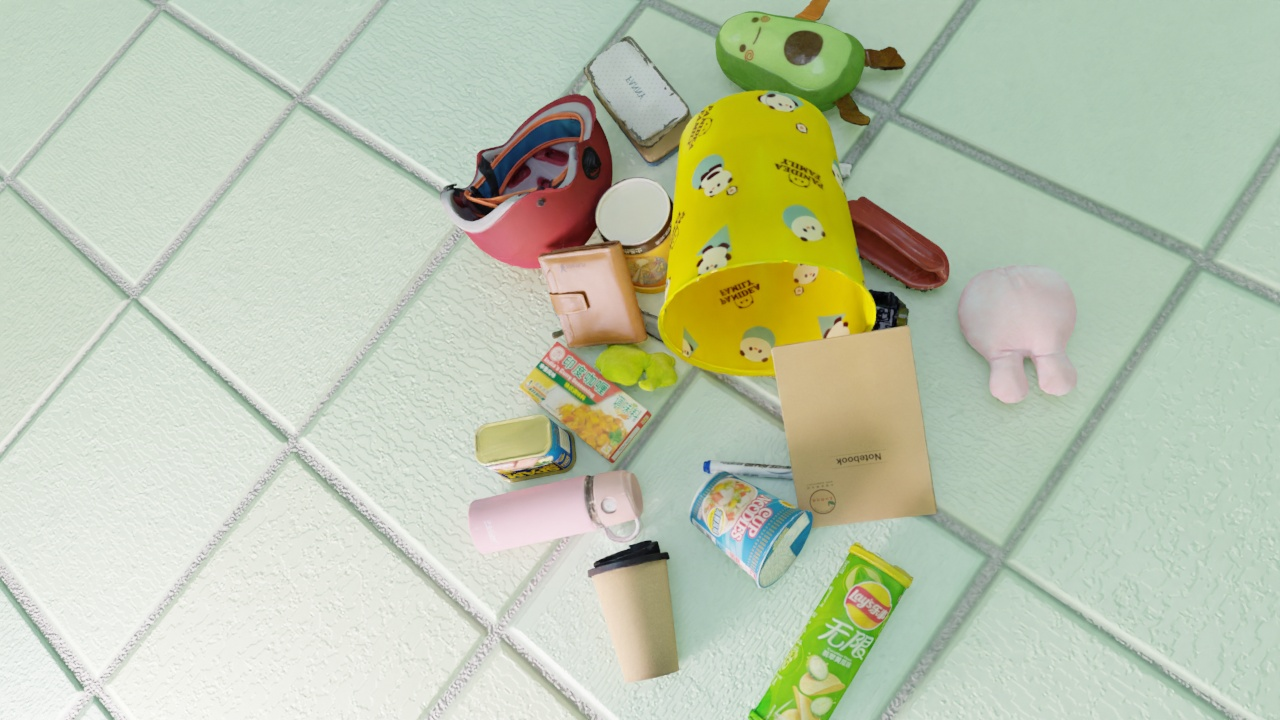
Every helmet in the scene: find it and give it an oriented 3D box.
[{"bbox_3d":[-0.121,-0.213,1.174,0.207,0.144,0.239,8,53,43],"label":"helmet"}]

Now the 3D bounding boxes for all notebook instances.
[{"bbox_3d":[0.231,0.075,0.993,0.148,0.008,0.207,-9,97,13],"label":"notebook"}]

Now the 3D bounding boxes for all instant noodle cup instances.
[{"bbox_3d":[0.115,0.178,1.002,0.110,0.099,0.099,31,82,30],"label":"instant noodle cup"},{"bbox_3d":[0.004,-0.159,1.136,0.118,0.114,0.118,-5,69,14],"label":"instant noodle cup"}]

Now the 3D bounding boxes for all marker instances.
[{"bbox_3d":[0.144,0.126,1.048,0.146,0.017,0.016,2,72,17],"label":"marker"}]

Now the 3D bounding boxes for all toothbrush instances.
[{"bbox_3d":[0.177,-0.242,1.171,0.180,0.016,0.016,4,78,16],"label":"toothbrush"}]

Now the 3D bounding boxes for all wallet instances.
[{"bbox_3d":[-0.062,-0.077,1.111,0.119,0.131,0.035,-7,30,18],"label":"wallet"}]

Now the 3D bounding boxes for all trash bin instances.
[{"bbox_3d":[0.134,-0.146,1.035,0.230,0.230,0.254,-7,60,13],"label":"trash bin"}]

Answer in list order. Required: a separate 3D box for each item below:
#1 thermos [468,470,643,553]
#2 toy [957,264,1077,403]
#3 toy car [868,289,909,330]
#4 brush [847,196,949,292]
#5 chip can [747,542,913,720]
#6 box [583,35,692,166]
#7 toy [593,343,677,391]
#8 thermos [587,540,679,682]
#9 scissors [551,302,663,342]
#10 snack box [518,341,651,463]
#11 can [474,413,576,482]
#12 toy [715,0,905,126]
[{"bbox_3d":[-0.095,0.185,1.075,0.199,0.067,0.087,-13,99,10],"label":"thermos"},{"bbox_3d":[0.416,-0.031,1.005,0.121,0.054,0.159,-9,68,20],"label":"toy"},{"bbox_3d":[0.262,-0.006,1.047,0.070,0.042,0.158,10,75,19],"label":"toy car"},{"bbox_3d":[0.295,-0.133,1.068,0.146,0.069,0.063,40,86,24],"label":"brush"},{"bbox_3d":[0.193,0.299,0.942,0.072,0.072,0.221,31,82,23],"label":"chip can"},{"bbox_3d":[0.003,-0.346,1.234,0.090,0.061,0.184,-33,68,3],"label":"box"},{"bbox_3d":[-0.007,0.007,1.115,0.100,0.031,0.096,-3,37,-2],"label":"toy"},{"bbox_3d":[-0.002,0.272,1.004,0.093,0.093,0.143,-16,76,10],"label":"thermos"},{"bbox_3d":[-0.033,-0.054,1.147,0.180,0.019,0.144,35,120,0],"label":"scissors"},{"bbox_3d":[-0.069,0.050,1.130,0.156,0.027,0.077,36,83,24],"label":"snack box"},{"bbox_3d":[-0.139,0.105,1.100,0.102,0.083,0.057,-12,68,12],"label":"can"},{"bbox_3d":[0.202,-0.382,1.173,0.247,0.090,0.226,22,72,19],"label":"toy"}]
